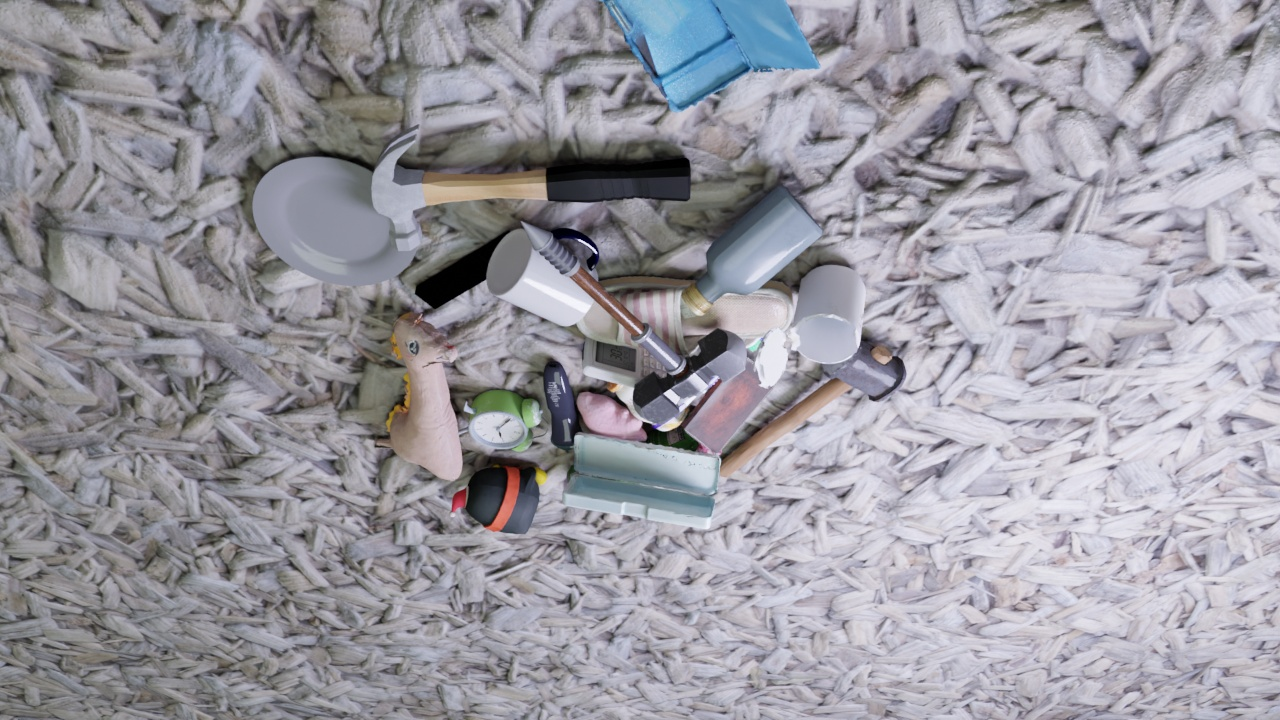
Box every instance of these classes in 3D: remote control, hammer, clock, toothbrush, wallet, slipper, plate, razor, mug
[{"bbox_3d":[-0.197,-0.104,1.064,0.150,0.013,0.034,-26,134,26],"label":"remote control"},{"bbox_3d":[-0.022,-0.051,1.006,0.156,0.043,0.322,-35,130,17],"label":"hammer"},{"bbox_3d":[-0.183,0.081,1.239,0.119,0.042,0.095,15,136,-14],"label":"clock"},{"bbox_3d":[0.086,0.024,1.148,0.187,0.015,0.016,-42,123,9],"label":"toothbrush"},{"bbox_3d":[0.113,0.056,1.176,0.072,0.019,0.123,37,94,-32],"label":"wallet"},{"bbox_3d":[0.051,-0.052,1.087,0.263,0.052,0.115,-1,138,2],"label":"slipper"},{"bbox_3d":[-0.335,-0.153,1.016,0.178,0.012,0.179,1,137,0],"label":"plate"},{"bbox_3d":[-0.105,0.060,1.213,0.047,0.052,0.143,3,133,12],"label":"razor"},{"bbox_3d":[-0.097,-0.100,1.008,0.096,0.078,0.112,24,127,-40],"label":"mug"},{"bbox_3d":[-0.113,-0.183,0.954,0.328,0.039,0.131,-2,133,-1],"label":"hammer"},{"bbox_3d":[0.207,0.075,1.227,0.098,0.052,0.329,26,134,-24],"label":"hammer"},{"bbox_3d":[-0.007,0.007,1.143,0.138,0.060,0.026,15,138,-14],"label":"remote control"}]

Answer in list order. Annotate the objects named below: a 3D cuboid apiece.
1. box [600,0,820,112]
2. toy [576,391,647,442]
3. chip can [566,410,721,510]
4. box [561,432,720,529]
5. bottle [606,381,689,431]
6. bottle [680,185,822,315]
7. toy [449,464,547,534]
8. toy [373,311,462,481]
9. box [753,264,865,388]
[{"bbox_3d":[0.039,-0.330,0.788,0.173,0.066,0.232,-5,141,37],"label":"box"},{"bbox_3d":[-0.037,0.084,1.230,0.093,0.050,0.102,3,137,25],"label":"toy"},{"bbox_3d":[0.001,0.142,1.278,0.224,0.075,0.075,-26,130,26],"label":"chip can"},{"bbox_3d":[0.004,0.148,1.201,0.199,0.085,0.096,9,103,8],"label":"box"},{"bbox_3d":[0.009,0.046,1.185,0.108,0.063,0.063,31,129,-26],"label":"bottle"},{"bbox_3d":[0.114,-0.112,0.998,0.161,0.046,0.072,-40,124,17],"label":"bottle"},{"bbox_3d":[-0.205,0.196,1.319,0.119,0.099,0.098,22,135,-23],"label":"toy"},{"bbox_3d":[-0.300,0.046,1.190,0.196,0.065,0.265,14,131,25],"label":"toy"},{"bbox_3d":[0.190,-0.034,1.033,0.119,0.159,0.085,2,132,14],"label":"box"}]
